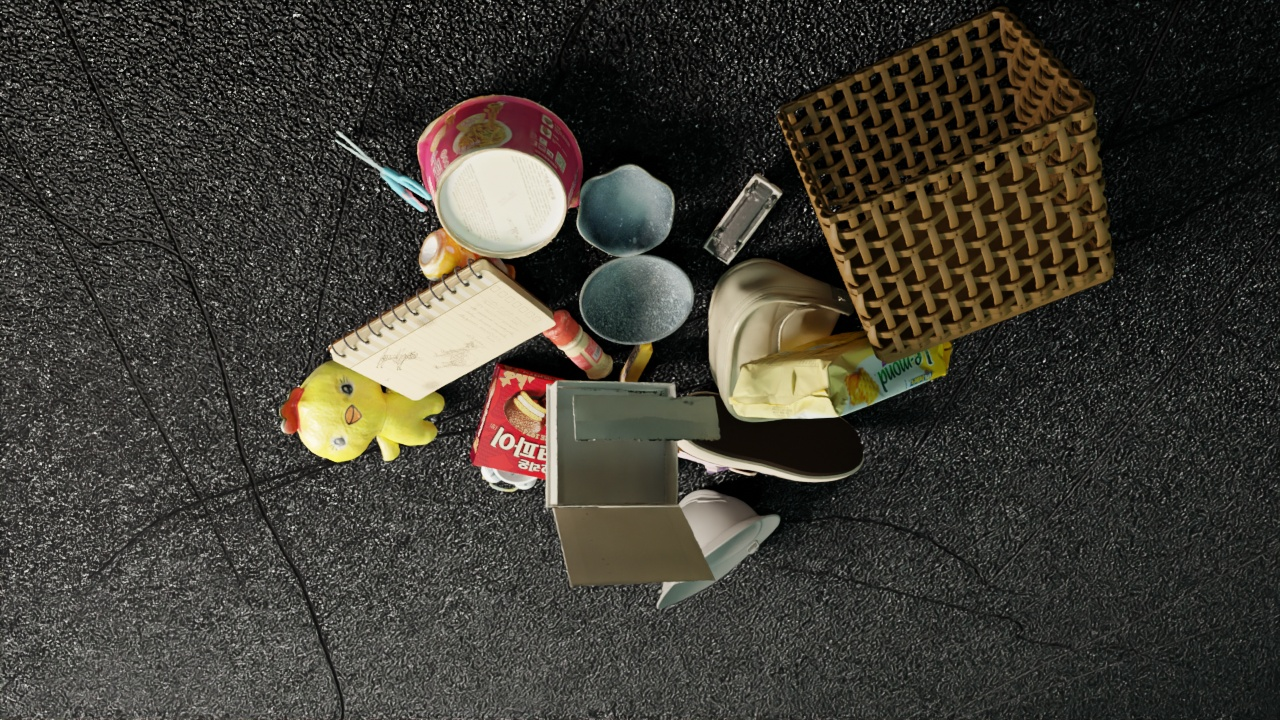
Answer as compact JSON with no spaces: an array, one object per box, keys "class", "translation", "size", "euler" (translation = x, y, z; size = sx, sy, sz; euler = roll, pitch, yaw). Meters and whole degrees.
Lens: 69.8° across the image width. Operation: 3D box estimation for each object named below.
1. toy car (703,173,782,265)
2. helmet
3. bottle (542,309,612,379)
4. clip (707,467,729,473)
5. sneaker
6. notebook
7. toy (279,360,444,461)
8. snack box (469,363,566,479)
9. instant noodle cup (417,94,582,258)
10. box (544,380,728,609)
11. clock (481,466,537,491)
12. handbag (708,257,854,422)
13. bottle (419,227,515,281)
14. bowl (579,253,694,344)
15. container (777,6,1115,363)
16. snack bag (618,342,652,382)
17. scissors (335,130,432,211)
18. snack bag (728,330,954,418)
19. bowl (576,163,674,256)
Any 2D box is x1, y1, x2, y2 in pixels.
[{"class":"toy car","translation":[0.120,-0.166,1.069],"size":[0.039,0.038,0.113],"euler":[35,123,-2]},{"class":"helmet","translation":[0.092,0.272,1.427],"size":[0.183,0.117,0.272],"euler":[-11,149,-42]},{"class":"bottle","translation":[-0.079,-0.018,1.178],"size":[0.044,0.044,0.109],"euler":[-28,131,18]},{"class":"clip","translation":[0.122,0.156,1.378],"size":[0.051,0.032,0.013],"euler":[-3,132,-7]},{"class":"sneaker","translation":[0.171,0.128,1.318],"size":[0.293,0.111,0.117],"euler":[8,153,-16]},{"class":"notebook","translation":[-0.234,-0.031,1.088],"size":[0.226,0.024,0.167],"euler":[-27,148,15]},{"class":"toy","translation":[-0.359,0.066,1.190],"size":[0.207,0.092,0.134],"euler":[10,98,-24]},{"class":"snack box","translation":[-0.135,0.088,1.231],"size":[0.152,0.036,0.133],"euler":[15,99,-20]},{"class":"instant noodle cup","translation":[-0.149,-0.187,0.989],"size":[0.178,0.077,0.179],"euler":[-4,133,-4]},{"class":"box","translation":[-0.020,0.152,1.101],"size":[0.167,0.330,0.165],"euler":[1,119,-14]},{"class":"clock","translation":[-0.177,0.141,1.301],"size":[0.083,0.057,0.118],"euler":[15,122,-20]},{"class":"handbag","translation":[0.177,-0.002,1.176],"size":[0.184,0.131,0.230],"euler":[2,135,-18]},{"class":"bottle","translation":[-0.199,-0.111,1.065],"size":[0.108,0.063,0.063],"euler":[19,129,-38]},{"class":"bowl","translation":[-0.007,-0.089,1.111],"size":[0.137,0.057,0.137],"euler":[-3,133,-4]},{"class":"container","translation":[0.314,-0.178,0.958],"size":[0.252,0.219,0.214],"euler":[-22,131,13]},{"class":"snack bag","translation":[-0.007,0.007,1.222],"size":[0.020,0.026,0.099],"euler":[13,131,-19]},{"class":"scissors","translation":[-0.261,-0.193,0.965],"size":[0.135,0.130,0.015],"euler":[37,81,-46]},{"class":"snack bag","translation":[0.234,0.010,1.069],"size":[0.246,0.068,0.160],"euler":[-16,-174,-39]},{"class":"bowl","translation":[-0.018,-0.176,1.027],"size":[0.110,0.055,0.110],"euler":[-2,125,-4]}]
